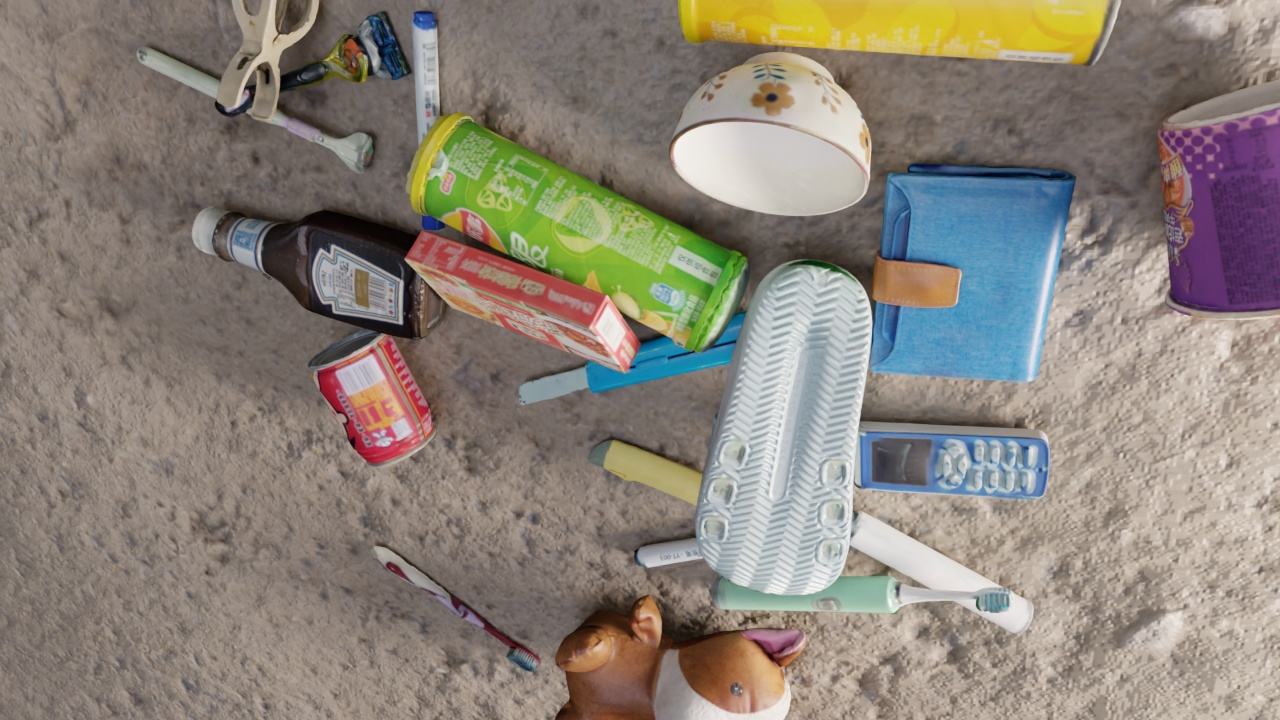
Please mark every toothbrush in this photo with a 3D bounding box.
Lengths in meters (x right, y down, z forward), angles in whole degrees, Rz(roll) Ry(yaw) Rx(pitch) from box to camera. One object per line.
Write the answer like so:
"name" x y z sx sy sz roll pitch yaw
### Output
"toothbrush" -0.170 0.227 0.836 0.187 0.017 0.016 37 121 -4
"toothbrush" -0.276 -0.182 0.652 0.189 0.020 0.029 25 116 6
"toothbrush" 0.155 0.172 0.673 0.225 0.027 0.026 -8 119 32
"toothbrush" 0.178 0.134 0.664 0.221 0.026 0.026 28 97 2

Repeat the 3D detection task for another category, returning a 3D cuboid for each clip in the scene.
"clip" -0.237 -0.209 0.602 0.035 0.080 0.104 16 107 17

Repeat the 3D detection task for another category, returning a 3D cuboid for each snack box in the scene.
"snack box" -0.078 -0.039 0.613 0.153 0.025 0.075 21 164 24

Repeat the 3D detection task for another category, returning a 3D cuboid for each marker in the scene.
"marker" -0.143 -0.159 0.620 0.017 0.016 0.146 12 120 12
"marker" 0.054 0.143 0.717 0.131 0.018 0.022 -14 102 24

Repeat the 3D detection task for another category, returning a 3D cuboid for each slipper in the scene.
"slipper" 0.095 0.048 0.615 0.104 0.074 0.246 6 112 1

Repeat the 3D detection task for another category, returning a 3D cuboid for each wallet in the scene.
"wallet" 0.195 -0.051 0.555 0.106 0.040 0.133 5 118 11

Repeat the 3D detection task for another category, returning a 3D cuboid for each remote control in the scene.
"remote control" 0.207 0.066 0.620 0.125 0.024 0.049 1 117 16

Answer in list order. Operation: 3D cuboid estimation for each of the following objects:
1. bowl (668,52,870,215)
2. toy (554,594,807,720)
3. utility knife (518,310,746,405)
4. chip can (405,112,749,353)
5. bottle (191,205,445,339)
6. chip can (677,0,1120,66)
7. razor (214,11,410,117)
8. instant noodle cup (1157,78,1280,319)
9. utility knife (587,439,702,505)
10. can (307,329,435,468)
"bowl" 0.078 -0.133 0.522 0.113 0.113 0.062 12 78 12
"toy" 0.030 0.264 0.736 0.199 0.130 0.140 5 113 5
"utility knife" -0.004 0.004 0.660 0.207 0.018 0.034 -15 112 25
"chip can" -0.037 -0.081 0.594 0.221 0.072 0.073 27 122 3
"bottle" -0.240 -0.074 0.683 0.195 0.043 0.080 16 121 11
"chip can" 0.129 -0.195 0.477 0.213 0.071 0.072 9 120 14
"razor" -0.228 -0.191 0.617 0.143 0.022 0.043 -14 110 14
"instant noodle cup" 0.316 -0.085 0.460 0.112 0.111 0.099 -15 102 25
"utility knife" 0.050 0.102 0.689 0.195 0.020 0.031 23 116 17
"can" -0.206 0.029 0.712 0.067 0.066 0.094 -14 112 24
